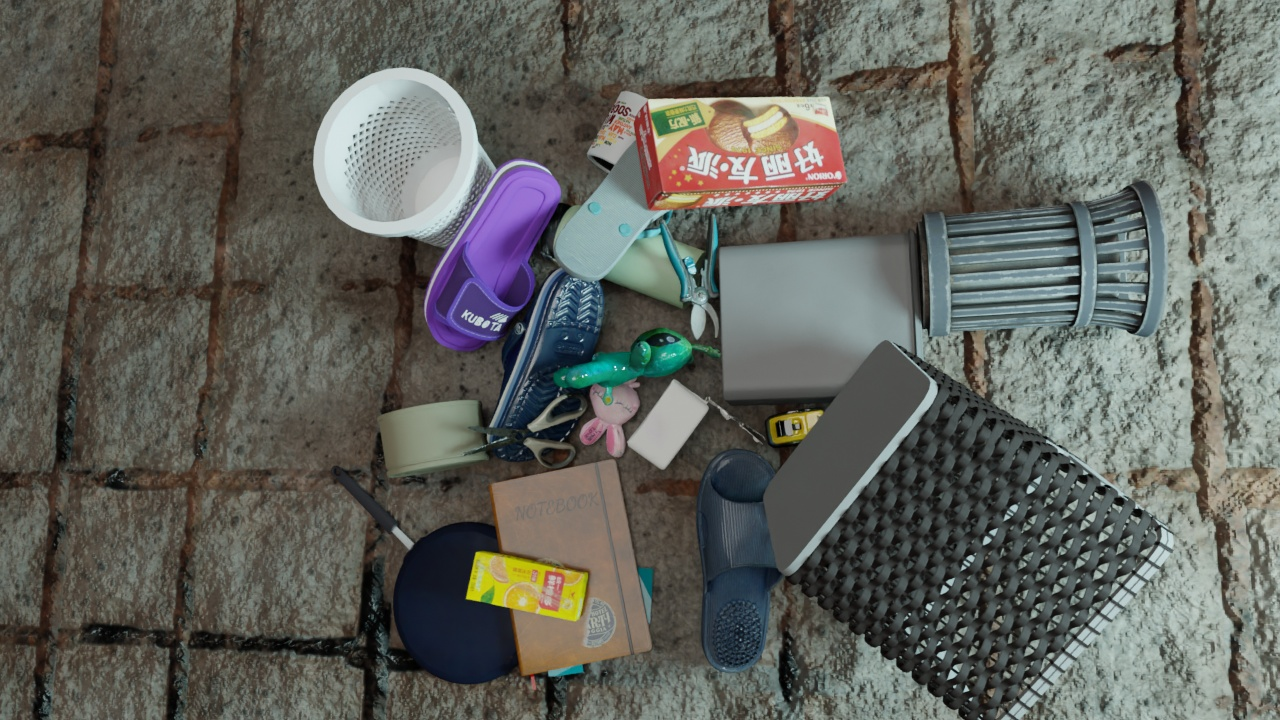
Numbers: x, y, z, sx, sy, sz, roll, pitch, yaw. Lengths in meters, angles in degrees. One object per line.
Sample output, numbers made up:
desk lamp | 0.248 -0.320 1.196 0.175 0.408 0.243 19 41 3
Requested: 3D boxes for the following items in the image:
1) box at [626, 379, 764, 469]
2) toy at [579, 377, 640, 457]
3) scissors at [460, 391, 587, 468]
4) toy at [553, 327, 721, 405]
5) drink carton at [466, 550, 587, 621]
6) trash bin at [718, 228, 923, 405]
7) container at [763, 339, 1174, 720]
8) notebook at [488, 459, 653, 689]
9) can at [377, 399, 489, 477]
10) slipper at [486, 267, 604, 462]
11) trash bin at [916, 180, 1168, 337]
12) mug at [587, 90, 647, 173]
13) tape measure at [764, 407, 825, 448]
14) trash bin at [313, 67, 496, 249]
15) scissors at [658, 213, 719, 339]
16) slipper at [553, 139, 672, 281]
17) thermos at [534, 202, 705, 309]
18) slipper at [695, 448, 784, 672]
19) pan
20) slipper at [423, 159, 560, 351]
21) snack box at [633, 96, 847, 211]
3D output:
box | 0.074 0.086 1.078 0.137 0.108 0.128 37 88 0
toy | -0.036 0.061 1.128 0.063 0.047 0.110 15 99 6
scissors | -0.127 0.084 1.091 0.162 0.158 0.012 -46 43 -5
toy | -0.006 0.006 1.072 0.193 0.131 0.072 -15 94 -25
drink carton | -0.133 0.267 1.089 0.134 0.043 0.058 10 81 5
trash bin | 0.208 -0.044 1.066 0.220 0.097 0.191 -3 82 13
container | 0.290 0.152 0.896 0.243 0.247 0.246 35 102 -4
notebook | -0.077 0.256 1.117 0.178 0.014 0.249 -12 80 2
can | -0.253 0.097 1.127 0.128 0.127 0.073 -12 82 10
slipper | -0.119 0.002 1.133 0.095 0.105 0.253 29 100 47
trash bin | 0.423 -0.101 1.000 0.228 0.164 0.164 -3 82 15
mug | -0.001 -0.271 1.156 0.105 0.073 0.089 29 89 -13
tape measure | 0.182 0.078 1.068 0.072 0.071 0.042 -11 83 3
trash bin | -0.261 -0.224 1.133 0.196 0.199 0.195 -2 82 11
scissors | 0.066 -0.107 1.068 0.156 0.019 0.124 45 77 -11
slipper | -0.008 -0.191 1.094 0.098 0.055 0.268 43 66 4
thermos | -0.039 -0.135 1.138 0.231 0.082 0.082 22 87 13
slipper | 0.120 0.232 1.025 0.101 0.082 0.263 -1 98 -16
pan | -0.276 0.253 1.167 0.356 0.021 0.199 41 92 14
slipper | -0.172 -0.103 1.094 0.267 0.107 0.084 -58 43 25
snack box | 0.117 -0.244 1.079 0.236 0.060 0.113 -6 80 -17
